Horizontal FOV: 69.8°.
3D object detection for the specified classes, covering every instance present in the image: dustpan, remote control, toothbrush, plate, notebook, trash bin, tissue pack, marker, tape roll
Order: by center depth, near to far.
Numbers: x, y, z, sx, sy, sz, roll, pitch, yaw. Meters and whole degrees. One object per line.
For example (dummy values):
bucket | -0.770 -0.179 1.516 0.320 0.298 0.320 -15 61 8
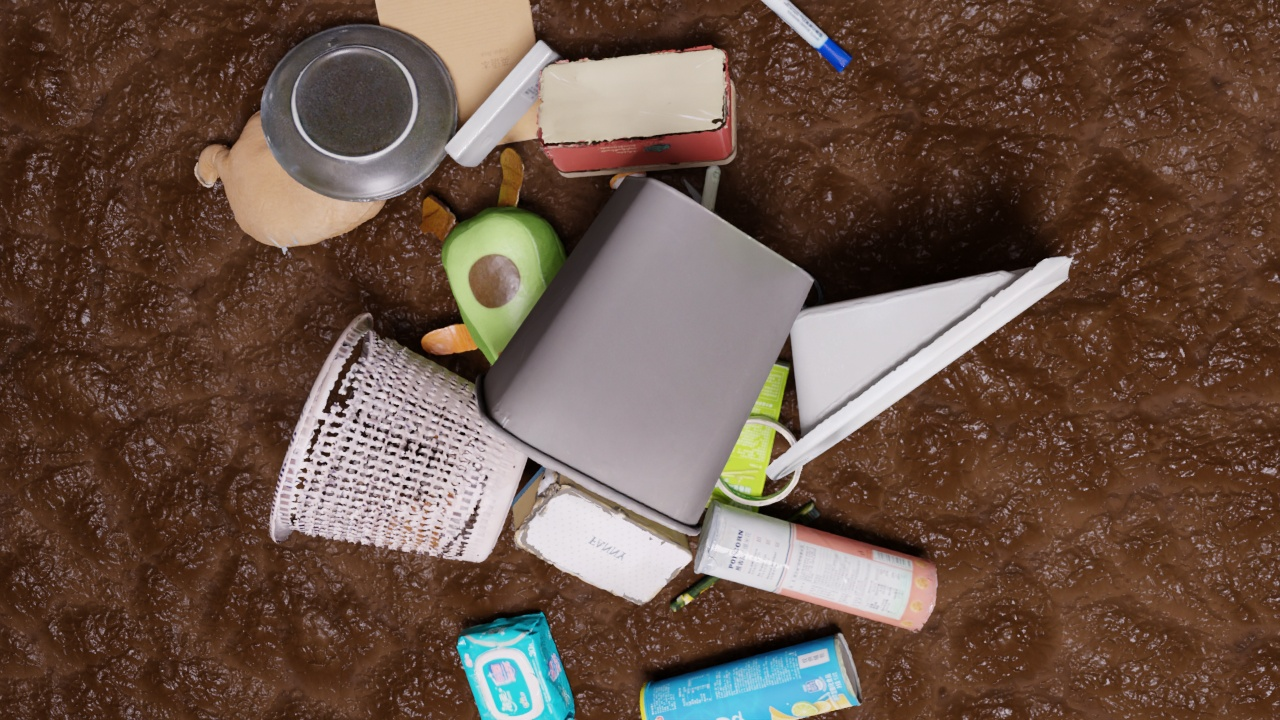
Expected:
trash bin | 0.007 -0.014 0.737 0.198 0.199 0.220 30 95 -16
dustpan | 0.222 0.015 0.753 0.258 0.222 0.142 -9 88 24
marker | 0.127 -0.307 0.804 0.146 0.016 0.017 42 106 0
remote control | -0.124 -0.233 0.840 0.135 0.056 0.019 -45 86 13
plate | -0.259 -0.233 0.842 0.179 0.024 0.179 1 79 -3
toothbrush | 0.055 -0.087 0.858 0.029 0.020 0.190 0 108 -25
tape roll | 0.109 0.095 0.866 0.086 0.013 0.086 2 102 10
notebook | -0.173 -0.308 0.870 0.150 0.012 0.211 -7 100 12
trash bin | -0.212 0.092 0.870 0.192 0.227 0.228 20 105 -7
toothbrush | 0.103 0.200 0.918 0.186 0.012 0.017 -40 102 16
tissue pack | -0.131 0.339 0.976 0.093 0.050 0.133 -16 98 14

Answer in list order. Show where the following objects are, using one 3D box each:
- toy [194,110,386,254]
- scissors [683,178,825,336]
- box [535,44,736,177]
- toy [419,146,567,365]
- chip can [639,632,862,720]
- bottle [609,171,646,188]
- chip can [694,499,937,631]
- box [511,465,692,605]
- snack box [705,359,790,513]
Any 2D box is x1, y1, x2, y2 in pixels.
toy | -0.352 -0.178 0.903 0.226 0.082 0.143 -5 80 15
scissors | 0.091 -0.091 0.859 0.172 0.014 0.147 12 103 10
box | -0.004 -0.222 0.803 0.168 0.080 0.091 -2 75 11
toy | -0.120 -0.067 0.869 0.227 0.089 0.246 -26 91 25
chip can | 0.108 0.332 0.914 0.210 0.071 0.071 -20 97 14
bottle | 0.004 -0.121 0.846 0.063 0.063 0.108 -20 82 15
chip can | 0.162 0.192 0.859 0.215 0.071 0.071 15 104 0
box | -0.031 0.166 0.881 0.184 0.061 0.090 35 108 -29
snack box | 0.087 0.069 0.886 0.086 0.026 0.156 12 103 9
